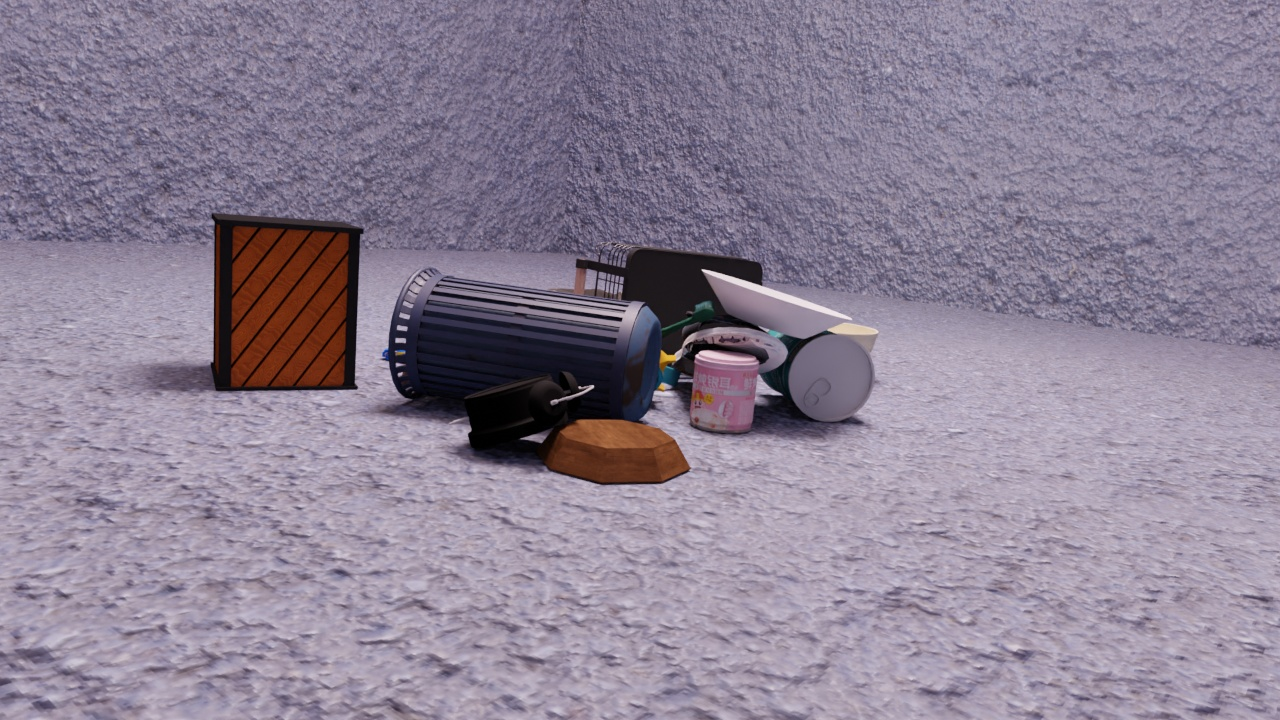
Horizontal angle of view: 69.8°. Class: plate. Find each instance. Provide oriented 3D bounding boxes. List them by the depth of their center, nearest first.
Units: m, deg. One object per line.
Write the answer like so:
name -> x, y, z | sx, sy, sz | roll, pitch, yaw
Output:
plate -> -0.023, 0.075, 0.795 | 0.131, 0.025, 0.131 | 5, 9, -1
plate -> 0.145, -0.057, 1.024 | 0.174, 0.036, 0.174 | 17, 9, -3

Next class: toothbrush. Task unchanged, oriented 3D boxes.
toothbrush -> 0.008, -0.026, 1.034 | 0.190, 0.017, 0.016 | -23, -51, 36

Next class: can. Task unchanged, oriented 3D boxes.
can -> 0.087, 0.032, 0.960 | 0.067, 0.076, 0.067 | 5, 9, -1
can -> 0.205, 0.008, 1.094 | 0.099, 0.099, 0.144 | 4, 10, -8

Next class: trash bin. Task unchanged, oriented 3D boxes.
trash bin -> -0.111, -0.011, 0.936 | 0.250, 0.139, 0.139 | 9, 10, 11
trash bin -> -0.391, -0.067, 1.005 | 0.139, 0.172, 0.140 | 0, 11, -27

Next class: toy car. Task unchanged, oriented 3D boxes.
toy car -> -0.285, -0.027, 1.161 | 0.092, 0.062, 0.033 | 10, 11, 29

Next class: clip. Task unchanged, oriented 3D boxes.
clip -> -0.017, 0.004, 1.145 | 0.130, 0.030, 0.120 | 19, 0, -31

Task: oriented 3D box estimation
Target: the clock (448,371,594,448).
clock -> -0.099, 0.040, 0.801 | 0.121, 0.042, 0.091 | -14, 4, 15

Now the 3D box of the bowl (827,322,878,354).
bowl -> 0.266, -0.015, 1.340 | 0.151, 0.075, 0.150 | 6, 10, -1

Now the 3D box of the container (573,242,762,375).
container -> 0.039, -0.071, 1.266 | 0.241, 0.163, 0.130 | 3, 10, -29

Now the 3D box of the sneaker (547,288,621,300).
sneaker -> -0.080, -0.070, 1.446 | 0.119, 0.095, 0.235 | -1, 13, -20

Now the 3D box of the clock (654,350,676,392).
clock -> -0.030, 0.006, 1.036 | 0.129, 0.099, 0.043 | 9, 51, -7

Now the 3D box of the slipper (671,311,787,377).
slipper -> 0.100, -0.020, 1.080 | 0.111, 0.063, 0.264 | 17, -13, -3

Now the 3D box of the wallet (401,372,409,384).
wallet -> -0.240, -0.032, 1.048 | 0.013, 0.121, 0.087 | 22, 11, 1
